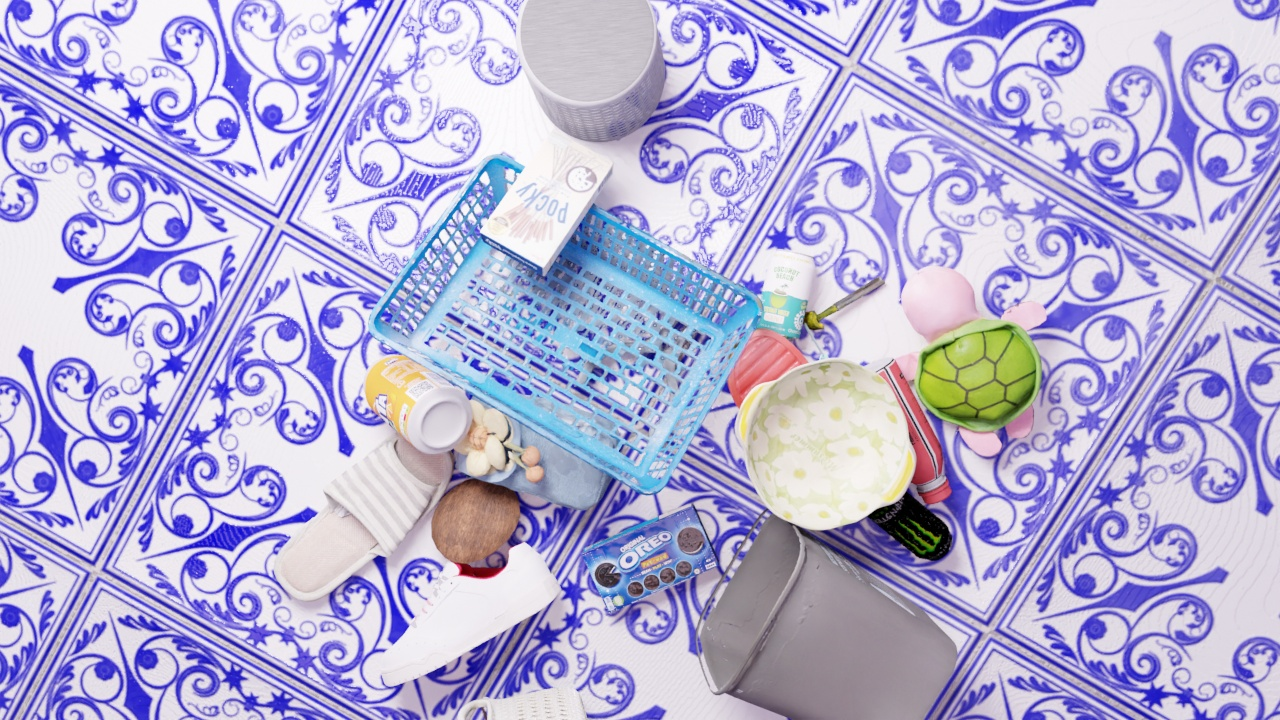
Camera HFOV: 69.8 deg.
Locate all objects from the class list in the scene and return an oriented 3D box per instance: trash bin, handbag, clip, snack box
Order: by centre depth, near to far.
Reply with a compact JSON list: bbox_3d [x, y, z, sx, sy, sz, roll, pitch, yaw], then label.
[{"bbox_3d":[-0.051,-0.330,0.994,0.156,0.183,0.156,0,95,2],"label":"trash bin"},{"bbox_3d":[-0.101,-0.173,1.001,0.082,0.026,0.149,29,72,6],"label":"snack box"},{"bbox_3d":[0.211,0.315,1.046,0.220,0.197,0.197,29,94,-7],"label":"trash bin"},{"bbox_3d":[-0.126,0.104,1.067,0.192,0.118,0.122,18,94,8],"label":"handbag"},{"bbox_3d":[-0.018,0.002,1.100,0.164,0.030,0.173,17,94,-2],"label":"clip"},{"bbox_3d":[0.012,0.240,1.120,0.150,0.027,0.082,-25,93,3],"label":"snack box"}]

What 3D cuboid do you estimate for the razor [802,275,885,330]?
[{"bbox_3d":[0.243,-0.070,1.086,0.106,0.042,0.026,-30,91,-6],"label":"razor"}]

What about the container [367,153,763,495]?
[{"bbox_3d":[-0.079,-0.036,1.021,0.362,0.089,0.256,30,73,5],"label":"container"}]

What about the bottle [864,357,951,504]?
[{"bbox_3d":[0.311,0.086,1.080,0.062,0.062,0.176,-29,94,4],"label":"bottle"}]

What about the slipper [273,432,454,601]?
[{"bbox_3d":[-0.339,0.191,1.116,0.114,0.054,0.273,44,96,-7],"label":"slipper"}]

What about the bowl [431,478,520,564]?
[{"bbox_3d":[-0.202,0.185,1.095,0.114,0.026,0.102,-38,61,-8],"label":"bowl"}]

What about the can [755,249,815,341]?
[{"bbox_3d":[0.170,-0.076,1.074,0.055,0.055,0.101,13,95,0],"label":"can"}]

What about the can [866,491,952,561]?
[{"bbox_3d":[0.306,0.182,1.082,0.137,0.054,0.054,38,95,-16],"label":"can"}]

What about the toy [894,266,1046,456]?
[{"bbox_3d":[0.379,-0.004,1.059,0.190,0.087,0.238,-23,99,21],"label":"toy"}]

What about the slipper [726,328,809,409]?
[{"bbox_3d":[0.184,0.063,1.085,0.103,0.059,0.249,-40,109,2],"label":"slipper"}]

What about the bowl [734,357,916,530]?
[{"bbox_3d":[0.199,0.089,1.024,0.219,0.060,0.188,24,92,-12],"label":"bowl"}]

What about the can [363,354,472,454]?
[{"bbox_3d":[-0.258,0.047,1.050,0.079,0.142,0.079,-17,119,-34],"label":"can"}]

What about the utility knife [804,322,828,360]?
[{"bbox_3d":[0.227,0.020,1.073,0.015,0.022,0.147,-32,90,-7],"label":"utility knife"}]

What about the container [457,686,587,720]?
[{"bbox_3d":[-0.112,0.511,1.078,0.143,0.185,0.251,-16,96,-9],"label":"container"}]

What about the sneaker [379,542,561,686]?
[{"bbox_3d":[-0.221,0.295,1.106,0.237,0.090,0.104,-30,84,5],"label":"sneaker"}]
